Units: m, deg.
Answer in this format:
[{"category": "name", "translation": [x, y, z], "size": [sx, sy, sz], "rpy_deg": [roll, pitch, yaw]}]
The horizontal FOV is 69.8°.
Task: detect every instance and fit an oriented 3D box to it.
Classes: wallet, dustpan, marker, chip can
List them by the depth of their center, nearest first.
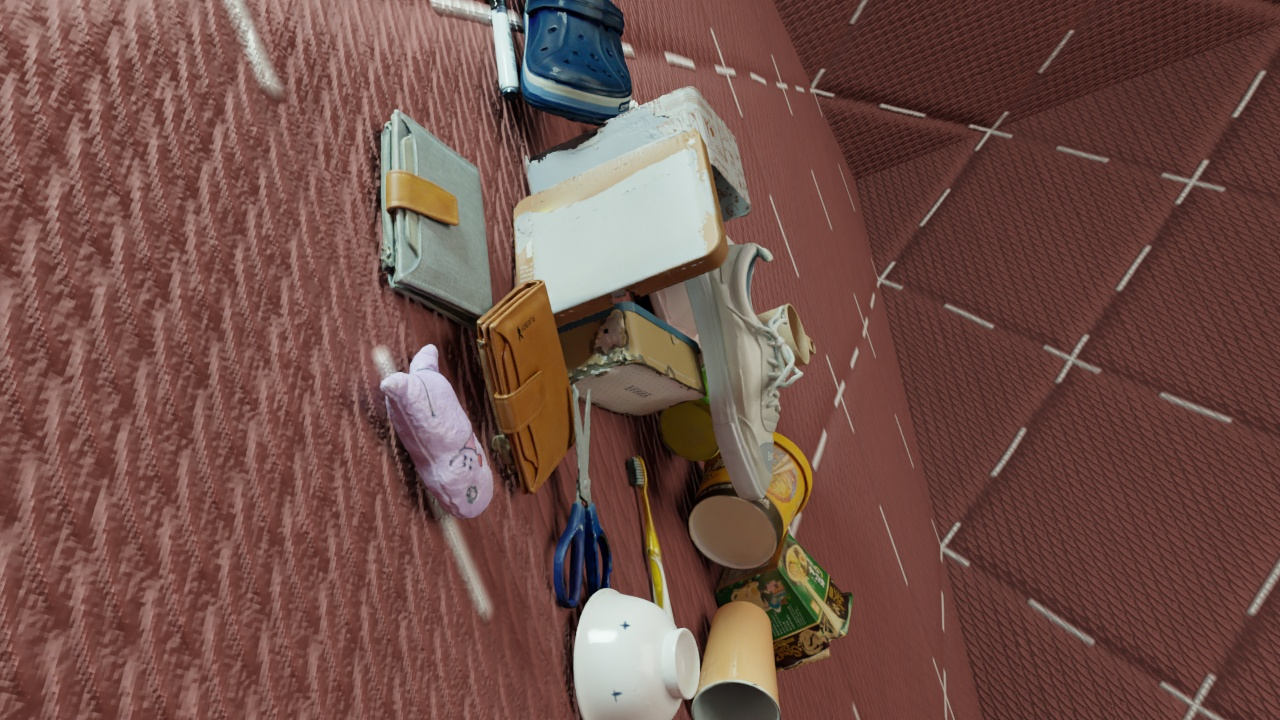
[{"category": "wallet", "translation": [-0.140, -0.097, 0.639], "size": [0.106, 0.037, 0.129], "rpy_deg": [33, 45, -61]}, {"category": "wallet", "translation": [-0.081, 0.017, 0.672], "size": [0.107, 0.031, 0.132], "rpy_deg": [-55, 137, -63]}, {"category": "marker", "translation": [-0.129, -0.299, 0.853], "size": [0.022, 0.018, 0.130], "rpy_deg": [21, 53, -52]}, {"category": "marker", "translation": [-0.009, -0.103, 0.990], "size": [0.015, 0.018, 0.124], "rpy_deg": [-18, 91, -64]}, {"category": "chip can", "translation": [0.093, 0.027, 1.011], "size": [0.220, 0.073, 0.072], "rpy_deg": [-46, 116, -54]}, {"category": "dustpan", "translation": [0.022, -0.126, 1.072], "size": [0.273, 0.139, 0.222], "rpy_deg": [49, 12, 15]}]

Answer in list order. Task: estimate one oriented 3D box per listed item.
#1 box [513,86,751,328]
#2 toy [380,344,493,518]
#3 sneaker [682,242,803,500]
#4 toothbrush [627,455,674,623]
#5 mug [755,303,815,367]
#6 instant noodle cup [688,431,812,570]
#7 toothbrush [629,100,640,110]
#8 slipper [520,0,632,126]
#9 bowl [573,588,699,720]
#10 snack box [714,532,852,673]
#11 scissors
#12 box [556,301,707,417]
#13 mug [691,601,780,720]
[{"category": "box", "translation": [0.004, -0.116, 0.812], "size": [0.156, 0.180, 0.226], "rpy_deg": [44, 32, -53]}, {"category": "toy", "translation": [-0.122, 0.047, 0.566], "size": [0.083, 0.039, 0.108], "rpy_deg": [-72, 139, -70]}, {"category": "sneaker", "translation": [0.106, 0.007, 0.861], "size": [0.089, 0.091, 0.242], "rpy_deg": [-4, 82, -76]}, {"category": "toothbrush", "translation": [0.010, 0.176, 0.821], "size": [0.018, 0.016, 0.191], "rpy_deg": [17, 57, -52]}, {"category": "mug", "translation": [0.172, -0.017, 1.245], "size": [0.124, 0.104, 0.084], "rpy_deg": [26, 50, -62]}, {"category": "instant noodle cup", "translation": [0.110, 0.149, 0.961], "size": [0.118, 0.119, 0.114], "rpy_deg": [65, 30, -18]}, {"category": "toothbrush", "translation": [0.027, -0.273, 1.214], "size": [0.180, 0.016, 0.016], "rpy_deg": [51, 32, -43]}, {"category": "slipper", "translation": [-0.057, -0.308, 0.865], "size": [0.252, 0.105, 0.095], "rpy_deg": [-101, -155, -48]}, {"category": "bowl", "translation": [0.006, 0.228, 0.684], "size": [0.118, 0.065, 0.118], "rpy_deg": [-10, 90, -67]}, {"category": "snack box", "translation": [0.146, 0.253, 0.976], "size": [0.105, 0.118, 0.117], "rpy_deg": [59, 23, -6]}, {"category": "scissors", "translation": [-0.040, 0.108, 0.713], "size": [0.141, 0.012, 0.170], "rpy_deg": [59, 35, -44]}, {"category": "box", "translation": [-0.005, 0.005, 0.820], "size": [0.184, 0.090, 0.059], "rpy_deg": [26, 49, -65]}, {"category": "mug", "translation": [0.093, 0.287, 0.859], "size": [0.122, 0.078, 0.078], "rpy_deg": [-69, 137, -64]}]
